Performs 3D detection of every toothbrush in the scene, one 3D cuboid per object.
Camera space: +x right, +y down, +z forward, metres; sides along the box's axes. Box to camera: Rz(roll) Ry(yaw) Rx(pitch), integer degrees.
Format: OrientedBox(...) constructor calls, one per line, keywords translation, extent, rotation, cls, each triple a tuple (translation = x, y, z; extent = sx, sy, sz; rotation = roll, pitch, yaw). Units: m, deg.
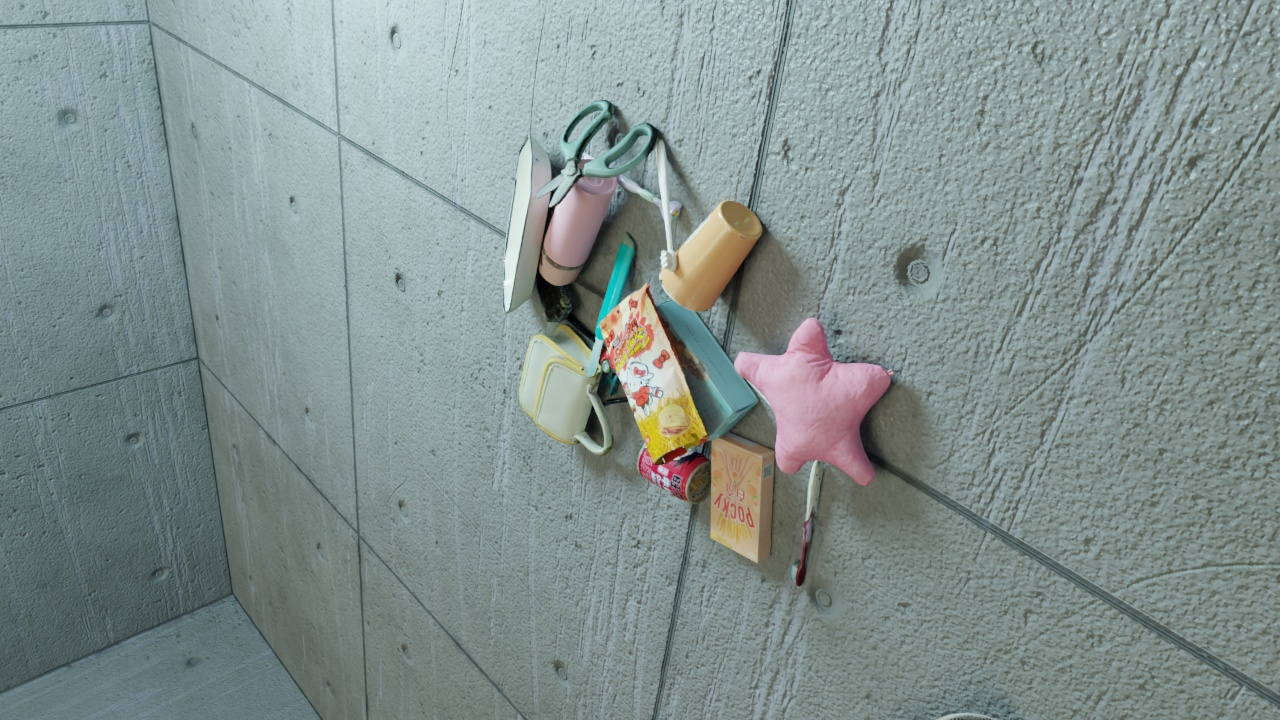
OrientedBox(translation=(0.027, -0.188, 1.095), extent=(0.016, 0.016, 0.180), rotation=(-28, 58, 47), cls="toothbrush")
OrientedBox(translation=(-0.034, 0.057, 1.329), extent=(0.190, 0.014, 0.016), rotation=(-14, 79, 51), cls="toothbrush")
OrientedBox(translation=(0.202, 0.198, 1.118), extent=(0.017, 0.016, 0.188), rotation=(36, 132, 47), cls="toothbrush")
OrientedBox(translation=(-0.017, -0.229, 1.184), extent=(0.189, 0.021, 0.029), rotation=(38, 93, 35), cls="toothbrush")

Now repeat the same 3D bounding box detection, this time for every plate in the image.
OrientedBox(translation=(-0.164, -0.189, 1.314), extent=(0.161, 0.034, 0.266), rotation=(-106, 25, -52), cls="plate")

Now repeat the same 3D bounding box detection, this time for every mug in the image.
OrientedBox(translation=(0.085, -0.125, 1.071), extent=(0.078, 0.078, 0.123), rotation=(54, 133, 18), cls="mug")

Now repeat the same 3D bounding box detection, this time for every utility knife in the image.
OrientedBox(translation=(-0.042, -0.072, 1.247), extent=(0.029, 0.013, 0.209), rotation=(32, 112, 37), cls="utility knife")

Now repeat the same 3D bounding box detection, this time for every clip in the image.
OrientedBox(translation=(-0.038, 0.026, 1.320), extent=(0.048, 0.014, 0.057), rotation=(51, 139, 25), cls="clip")

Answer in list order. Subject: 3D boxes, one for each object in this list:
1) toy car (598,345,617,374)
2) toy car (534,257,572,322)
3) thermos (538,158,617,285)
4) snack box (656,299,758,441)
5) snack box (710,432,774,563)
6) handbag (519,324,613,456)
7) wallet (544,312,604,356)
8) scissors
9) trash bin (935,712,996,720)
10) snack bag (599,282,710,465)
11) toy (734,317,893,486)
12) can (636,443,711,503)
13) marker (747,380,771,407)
OrientedBox(translation=(-0.007, 0.007, 1.245), extent=(0.120, 0.052, 0.045), rotation=(28, 109, 44), cls="toy car")
OrientedBox(translation=(-0.127, -0.105, 1.344), extent=(0.049, 0.031, 0.105), rotation=(-28, 71, 39), cls="toy car")
OrientedBox(translation=(-0.090, -0.188, 1.244), extent=(0.199, 0.067, 0.087), rotation=(119, 149, -53), cls="thermos")
OrientedBox(translation=(0.068, 0.010, 1.160), extent=(0.175, 0.051, 0.074), rotation=(56, 139, 16), cls="snack box")
OrientedBox(translation=(0.130, 0.175, 1.181), extent=(0.084, 0.026, 0.157), rotation=(21, 121, 43), cls="snack box")
OrientedBox(translation=(-0.102, 0.058, 1.349), extent=(0.179, 0.063, 0.164), rotation=(44, 138, 25), cls="handbag")
OrientedBox(translation=(-0.102, -0.017, 1.373), extent=(0.121, 0.019, 0.097), rotation=(42, 135, 28), cls="wallet")
OrientedBox(translation=(-0.051, -0.249, 1.133), extent=(0.169, 0.177, 0.019), rotation=(16, 158, 27), cls="scissors")
OrientedBox(translation=(0.308, 0.502, 0.993), extent=(0.227, 0.227, 0.193), rotation=(62, 153, 9), cls="trash bin")
OrientedBox(translation=(0.014, 0.020, 1.147), extent=(0.129, 0.073, 0.207), rotation=(-43, 66, 52), cls="snack bag")
OrientedBox(translation=(0.203, 0.051, 1.010), extent=(0.179, 0.074, 0.194), rotation=(-24, 91, 41), cls="toy")
OrientedBox(translation=(0.050, 0.146, 1.228), extent=(0.094, 0.066, 0.067), rotation=(25, 124, 41), cls="can")
OrientedBox(translation=(0.168, 0.055, 1.093), extent=(0.130, 0.018, 0.023), rotation=(50, 129, 21), cls="marker")
